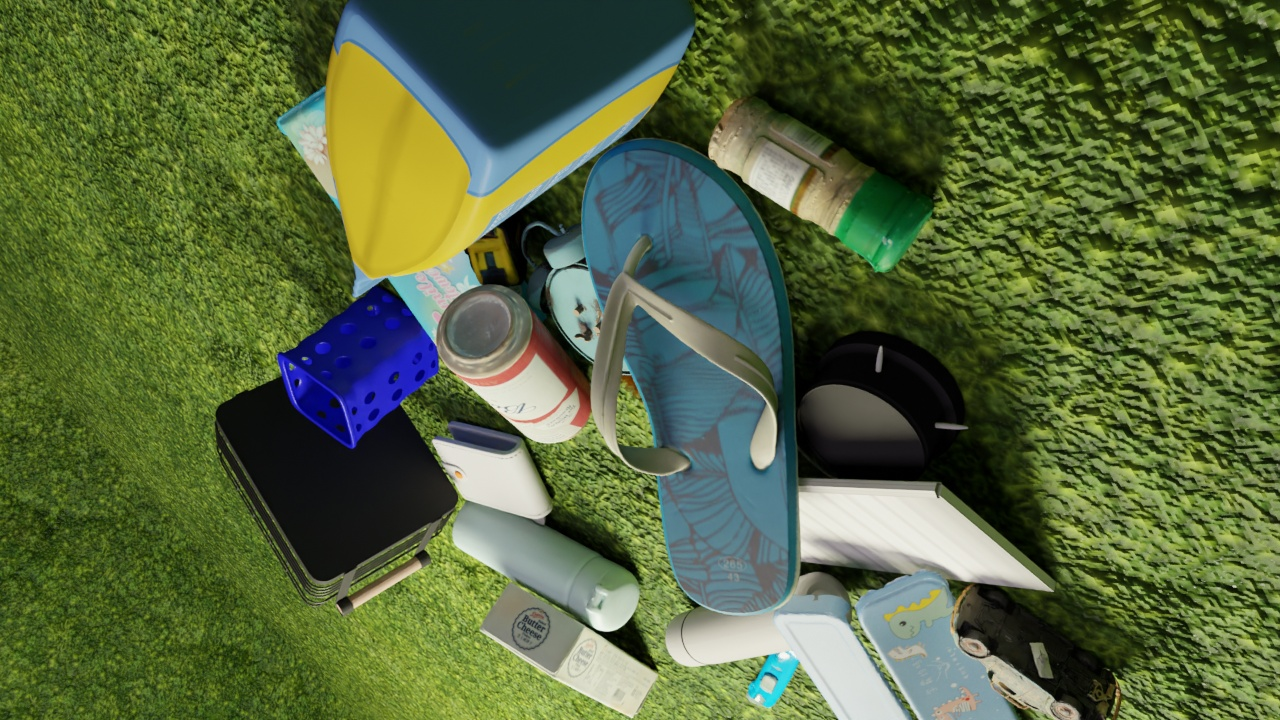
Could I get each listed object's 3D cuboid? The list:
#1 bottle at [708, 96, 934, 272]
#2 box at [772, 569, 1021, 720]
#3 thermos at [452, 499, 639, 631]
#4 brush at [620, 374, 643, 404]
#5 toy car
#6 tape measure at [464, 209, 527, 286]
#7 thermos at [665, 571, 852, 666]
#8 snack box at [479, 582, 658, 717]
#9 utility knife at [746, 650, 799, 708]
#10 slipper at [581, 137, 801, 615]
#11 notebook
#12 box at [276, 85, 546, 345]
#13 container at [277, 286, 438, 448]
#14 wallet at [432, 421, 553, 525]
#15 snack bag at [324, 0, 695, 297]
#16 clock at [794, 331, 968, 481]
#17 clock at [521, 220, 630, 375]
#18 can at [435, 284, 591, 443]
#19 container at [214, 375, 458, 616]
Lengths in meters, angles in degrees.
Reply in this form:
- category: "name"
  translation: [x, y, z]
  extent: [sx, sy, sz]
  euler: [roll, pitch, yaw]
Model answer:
- category: "bottle"
  translation: [0.087, -0.088, 0.454]
  extent: [0.111, 0.043, 0.043]
  euler: [35, 145, 14]
- category: "box"
  translation: [0.188, 0.233, 0.649]
  extent: [0.128, 0.034, 0.209]
  euler: [-19, 119, 28]
- category: "thermos"
  translation: [-0.097, 0.205, 0.935]
  extent: [0.207, 0.065, 0.078]
  euler: [21, 174, 29]
- category: "brush"
  translation: [-0.004, 0.004, 0.668]
  extent: [0.126, 0.017, 0.048]
  euler: [40, 146, 7]
- category: "toy car"
  translation: [0.244, 0.194, 0.585]
  extent: [0.112, 0.047, 0.047]
  euler: [35, 140, 14]
- category: "tape measure"
  translation: [-0.101, -0.083, 0.633]
  extent: [0.038, 0.067, 0.063]
  euler: [-5, 132, 4]
- category: "thermos"
  translation: [0.089, 0.223, 0.773]
  extent: [0.052, 0.052, 0.225]
  euler: [46, 146, -2]
- category: "snack box"
  translation: [-0.070, 0.307, 0.963]
  extent: [0.104, 0.057, 0.208]
  euler: [20, 160, 33]
- category: "utility knife"
  translation: [0.122, 0.284, 0.838]
  extent: [0.031, 0.015, 0.175]
  euler: [27, 141, 16]
- category: "slipper"
  translation: [0.032, 0.019, 0.527]
  extent: [0.118, 0.060, 0.295]
  euler: [-8, 101, 21]
- category: "notebook"
  translation: [0.134, 0.109, 0.595]
  extent: [0.142, 0.009, 0.210]
  euler: [36, 154, -33]
- category: "box"
  translation: [-0.193, -0.099, 0.716]
  extent: [0.182, 0.071, 0.227]
  euler: [-8, 121, 48]
- category: "container"
  translation: [-0.253, 0.003, 0.839]
  extent: [0.084, 0.113, 0.085]
  euler: [32, 144, 18]
- category: "wallet"
  translation: [-0.143, 0.120, 0.919]
  extent: [0.119, 0.037, 0.115]
  euler: [8, 132, 36]
- category: "snack bag"
  translation: [-0.083, -0.120, 0.494]
  extent: [0.102, 0.158, 0.206]
  euler: [46, 147, 0]
- category: "clock"
  translation: [0.131, 0.038, 0.541]
  extent: [0.091, 0.042, 0.121]
  euler: [44, 146, 1]
- category: "clock"
  translation: [-0.029, -0.046, 0.609]
  extent: [0.124, 0.053, 0.090]
  euler: [43, 145, 1]
- category: "can"
  translation: [-0.085, 0.008, 0.666]
  extent: [0.067, 0.067, 0.170]
  euler: [28, 167, 23]
- category: "container"
  translation: [-0.318, 0.123, 0.956]
  extent: [0.241, 0.162, 0.131]
  euler: [54, 147, 10]
